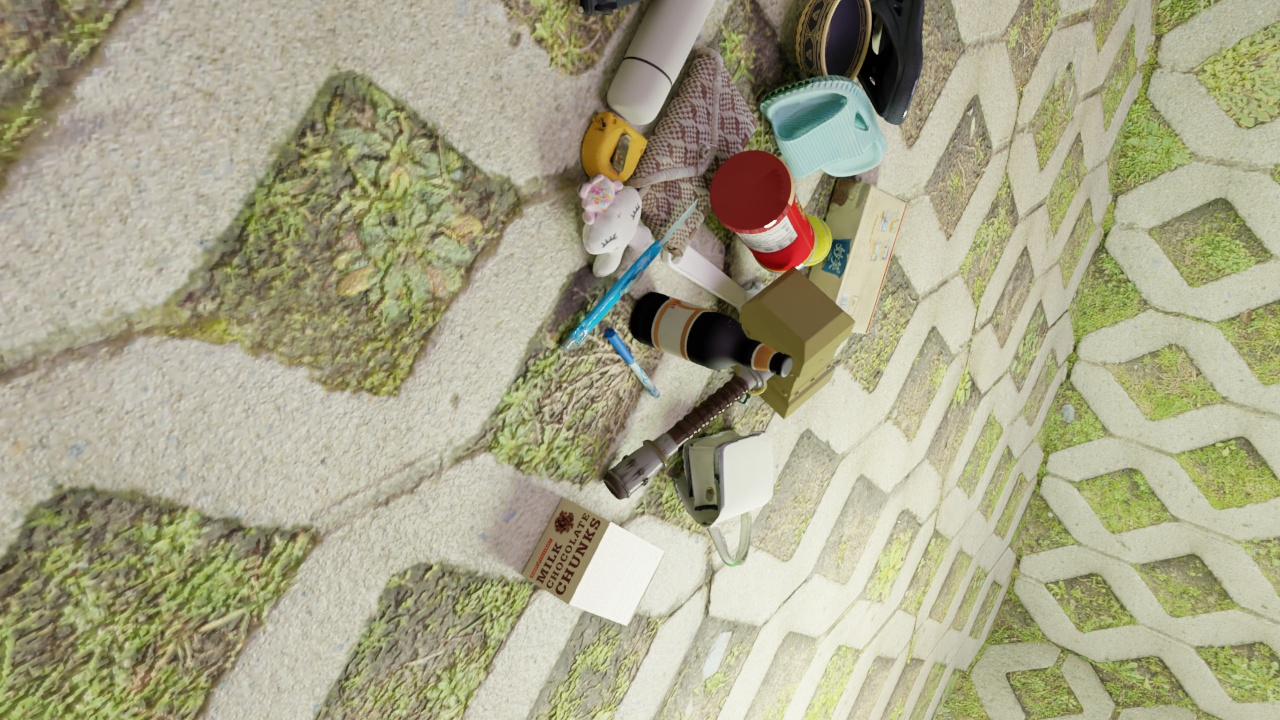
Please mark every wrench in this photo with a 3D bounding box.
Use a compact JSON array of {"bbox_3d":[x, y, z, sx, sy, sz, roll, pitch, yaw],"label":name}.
[{"bbox_3d":[0.099,-0.089,1.106,0.273,0.018,0.066,25,88,-55],"label":"wrench"}]

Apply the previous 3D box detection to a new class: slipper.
[{"bbox_3d":[0.296,-0.382,1.137,0.267,0.083,0.111,-76,177,-46],"label":"slipper"},{"bbox_3d":[0.235,-0.266,1.114,0.275,0.116,0.069,17,59,-60],"label":"slipper"}]

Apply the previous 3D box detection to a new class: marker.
[{"bbox_3d":[-0.006,0.006,1.015,0.013,0.013,0.142,-58,145,-16],"label":"marker"}]

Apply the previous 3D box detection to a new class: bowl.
[{"bbox_3d":[0.213,-0.376,1.064,0.112,0.061,0.113,-30,131,-43],"label":"bowl"}]

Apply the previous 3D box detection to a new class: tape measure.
[{"bbox_3d":[-0.027,-0.196,0.859,0.068,0.030,0.059,24,86,-56],"label":"tape measure"}]

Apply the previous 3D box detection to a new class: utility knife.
[{"bbox_3d":[-0.009,-0.085,0.923,0.206,0.015,0.031,-50,167,-5],"label":"utility knife"}]

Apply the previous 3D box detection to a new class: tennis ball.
[{"bbox_3d":[0.213,-0.154,1.182,0.065,0.065,0.065,-30,131,-43],"label":"tennis ball"}]

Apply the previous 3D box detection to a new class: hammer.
[{"bbox_3d":[0.090,0.051,1.082,0.324,0.100,0.190,-38,159,-17],"label":"hammer"}]

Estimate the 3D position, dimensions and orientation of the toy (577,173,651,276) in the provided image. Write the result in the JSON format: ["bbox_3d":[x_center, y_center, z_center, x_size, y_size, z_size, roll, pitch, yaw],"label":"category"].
[{"bbox_3d":[-0.026,-0.130,0.869,0.075,0.037,0.125,-45,151,-13],"label":"toy"}]

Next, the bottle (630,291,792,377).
[{"bbox_3d":[0.076,-0.021,0.961,0.059,0.182,0.059,-30,131,-43],"label":"bottle"}]

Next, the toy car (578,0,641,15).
[{"bbox_3d":[-0.017,-0.330,0.794,0.111,0.034,0.046,-36,135,-40],"label":"toy car"}]

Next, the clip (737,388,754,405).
[{"bbox_3d":[0.149,0.022,1.231,0.076,0.023,0.043,-62,147,-6],"label":"clip"}]

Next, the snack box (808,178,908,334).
[{"bbox_3d":[0.309,-0.147,1.329,0.153,0.055,0.207,2,106,-55],"label":"snack box"}]

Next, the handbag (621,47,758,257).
[{"bbox_3d":[0.054,-0.212,0.948,0.185,0.047,0.124,-60,145,-10],"label":"handbag"}]

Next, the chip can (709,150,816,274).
[{"bbox_3d":[0.143,-0.159,1.024,0.087,0.087,0.213,-68,161,0],"label":"chip can"}]

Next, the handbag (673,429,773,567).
[{"bbox_3d":[0.111,0.183,1.204,0.151,0.074,0.176,-7,95,-55],"label":"handbag"}]

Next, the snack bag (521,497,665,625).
[{"bbox_3d":[-0.035,0.240,1.052,0.094,0.070,0.206,-62,146,-10],"label":"snack bag"}]

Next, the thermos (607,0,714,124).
[{"bbox_3d":[0.035,-0.325,0.853,0.052,0.052,0.224,35,79,-55],"label":"thermos"}]
